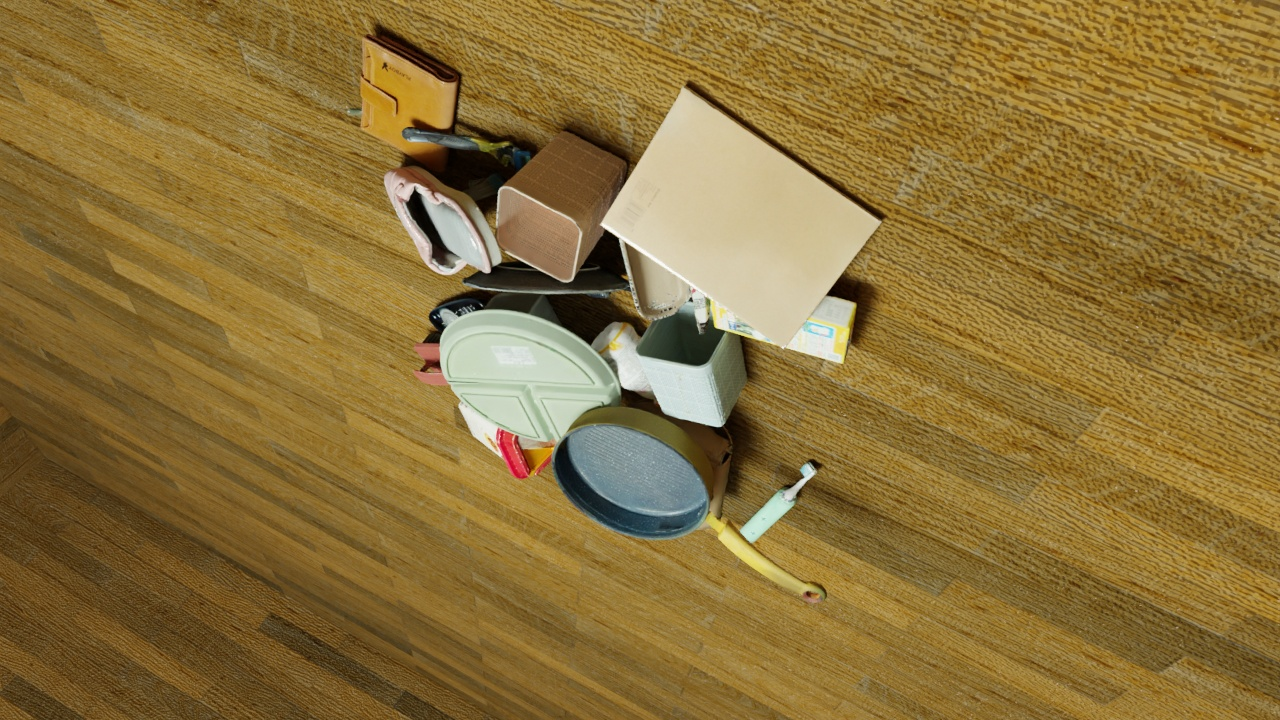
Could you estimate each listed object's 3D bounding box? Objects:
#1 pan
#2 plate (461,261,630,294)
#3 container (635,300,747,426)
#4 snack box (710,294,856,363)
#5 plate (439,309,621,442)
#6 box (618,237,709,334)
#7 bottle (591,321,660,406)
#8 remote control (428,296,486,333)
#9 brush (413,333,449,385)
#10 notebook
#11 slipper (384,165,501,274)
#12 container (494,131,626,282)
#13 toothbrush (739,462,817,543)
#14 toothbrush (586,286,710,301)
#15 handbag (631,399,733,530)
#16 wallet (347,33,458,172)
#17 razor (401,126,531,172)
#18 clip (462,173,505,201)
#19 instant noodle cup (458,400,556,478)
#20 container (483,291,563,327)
[{"bbox_3d":[0.059,0.180,1.080,0.357,0.078,0.198,24,136,3],"label":"pan"},{"bbox_3d":[-0.100,-0.092,0.979,0.180,0.179,0.024,9,102,31],"label":"plate"},{"bbox_3d":[0.061,0.006,1.012,0.090,0.090,0.111,12,143,28],"label":"container"},{"bbox_3d":[0.140,-0.044,0.906,0.140,0.033,0.087,15,161,15],"label":"snack box"},{"bbox_3d":[-0.136,0.027,1.095,0.230,0.027,0.231,12,142,9],"label":"plate"},{"bbox_3d":[0.024,-0.097,0.923,0.085,0.075,0.162,-8,133,9],"label":"box"},{"bbox_3d":[-0.006,0.006,1.083,0.108,0.063,0.063,44,144,-14],"label":"bottle"},{"bbox_3d":[-0.233,-0.061,1.216,0.137,0.024,0.053,-10,130,47],"label":"remote control"},{"bbox_3d":[-0.249,0.002,1.262,0.146,0.069,0.063,1,139,38],"label":"brush"},{"bbox_3d":[0.086,-0.125,0.833,0.211,0.012,0.150,34,114,-1],"label":"notebook"},{"bbox_3d":[-0.225,-0.148,0.991,0.274,0.054,0.114,31,147,54],"label":"slipper"},{"bbox_3d":[-0.074,-0.155,0.903,0.090,0.110,0.090,28,145,8],"label":"container"},{"bbox_3d":[0.178,0.187,1.186,0.027,0.026,0.225,50,148,15],"label":"toothbrush"},{"bbox_3d":[0.020,-0.071,1.012,0.189,0.017,0.014,8,148,30],"label":"toothbrush"},{"bbox_3d":[0.042,0.133,1.173,0.148,0.099,0.205,16,142,11],"label":"handbag"},{"bbox_3d":[-0.251,-0.275,0.973,0.119,0.035,0.131,26,145,0],"label":"wallet"},{"bbox_3d":[-0.181,-0.226,0.962,0.143,0.022,0.043,13,156,3],"label":"razor"},{"bbox_3d":[-0.172,-0.193,1.021,0.057,0.028,0.024,-9,130,33],"label":"clip"},{"bbox_3d":[-0.177,0.083,1.279,0.124,0.116,0.117,24,146,35],"label":"instant noodle cup"},{"bbox_3d":[-0.143,-0.015,1.146,0.090,0.090,0.114,-1,135,39],"label":"container"}]
